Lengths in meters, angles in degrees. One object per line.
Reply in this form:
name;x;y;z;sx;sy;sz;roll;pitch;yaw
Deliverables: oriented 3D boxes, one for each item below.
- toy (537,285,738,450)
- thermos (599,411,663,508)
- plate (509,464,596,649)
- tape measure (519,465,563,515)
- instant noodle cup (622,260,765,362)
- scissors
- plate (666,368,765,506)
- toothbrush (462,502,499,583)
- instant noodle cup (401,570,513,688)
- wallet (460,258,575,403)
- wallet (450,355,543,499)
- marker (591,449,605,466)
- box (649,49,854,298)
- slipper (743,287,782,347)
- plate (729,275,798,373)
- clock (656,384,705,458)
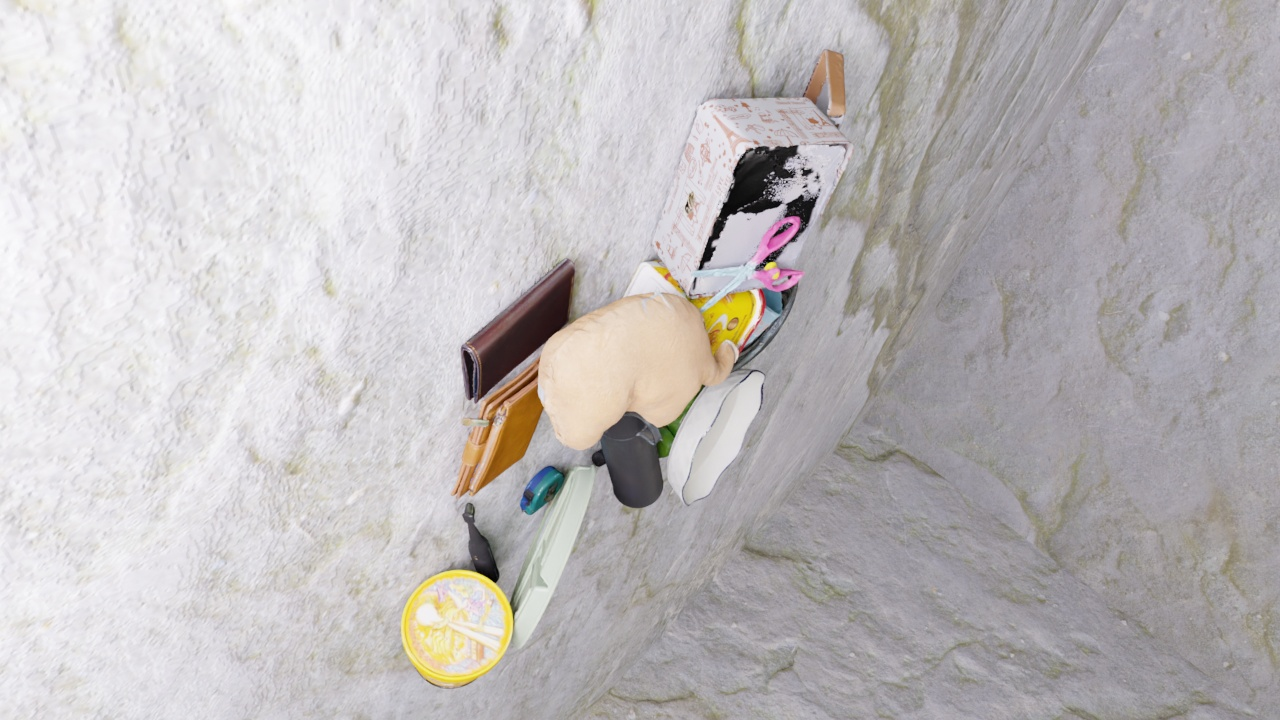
toy;0.011;0.000;0.851;0.225;0.082;0.144;-15;129;-28
thermos;-0.008;0.109;1.113;0.068;0.090;0.243;-40;153;-17
plate;-0.110;0.226;1.084;0.230;0.027;0.230;-157;-88;-83
tape measure;-0.114;0.152;1.083;0.058;0.025;0.055;-38;158;-37
instant noodle cup;0.047;-0.052;0.957;0.123;0.116;0.116;-4;132;-51
scissors;0.106;-0.089;0.858;0.133;0.017;0.132;-4;141;-30
plate;0.100;0.098;1.247;0.204;0.045;0.205;-49;156;-31
toothbrush;-0.182;0.209;1.034;0.213;0.026;0.027;94;4;-58
instant noodle cup;-0.208;0.309;1.029;0.118;0.118;0.115;-40;167;-30
wallet;-0.103;-0.023;0.787;0.122;0.020;0.096;-43;165;-26
wallet;-0.129;0.067;0.862;0.118;0.035;0.131;-36;157;-50
marker;-0.024;0.117;1.238;0.022;0.020;0.131;-54;163;27
box;0.132;-0.180;0.898;0.270;0.133;0.180;-41;160;-43
slipper;0.143;-0.091;1.111;0.103;0.074;0.246;-73;-173;-62
plate;0.149;-0.043;1.197;0.180;0.024;0.179;-49;-167;15
clock;0.050;0.074;1.245;0.161;0.056;0.116;-5;120;-65
